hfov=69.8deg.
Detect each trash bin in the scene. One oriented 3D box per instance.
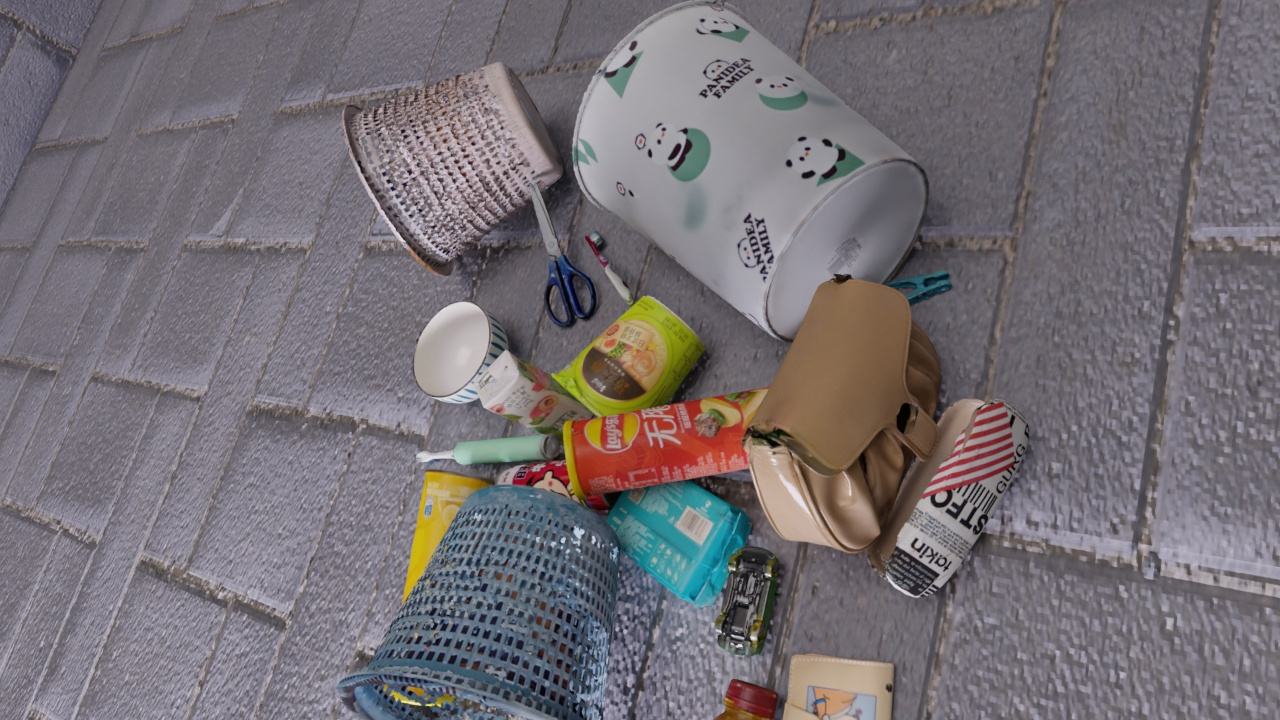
[{"bbox_3d":[-0.109,0.223,0.776,0.227,0.226,0.194,-9,46,31],"label":"trash bin"},{"bbox_3d":[0.102,-0.163,0.824,0.230,0.229,0.252,-48,57,7],"label":"trash bin"},{"bbox_3d":[-0.208,-0.242,1.086,0.192,0.227,0.227,-27,56,7],"label":"trash bin"}]

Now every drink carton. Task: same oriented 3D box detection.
[{"bbox_3d":[-0.107,0.038,0.932,0.053,0.122,0.045,-44,50,13],"label":"drink carton"}]

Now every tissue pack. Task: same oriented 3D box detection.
[{"bbox_3d":[0.030,0.151,0.833,0.133,0.050,0.093,30,89,40],"label":"tissue pack"}]

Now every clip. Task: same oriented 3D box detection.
[{"bbox_3d":[0.245,-0.063,0.806,0.056,0.014,0.039,-16,62,30],"label":"clip"}]

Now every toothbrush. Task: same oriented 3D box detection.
[{"bbox_3d":[-0.032,-0.101,0.975,0.017,0.016,0.187,-35,31,3],"label":"toothbrush"},{"bbox_3d":[-0.173,0.100,0.994,0.225,0.027,0.026,-9,87,39],"label":"toothbrush"}]

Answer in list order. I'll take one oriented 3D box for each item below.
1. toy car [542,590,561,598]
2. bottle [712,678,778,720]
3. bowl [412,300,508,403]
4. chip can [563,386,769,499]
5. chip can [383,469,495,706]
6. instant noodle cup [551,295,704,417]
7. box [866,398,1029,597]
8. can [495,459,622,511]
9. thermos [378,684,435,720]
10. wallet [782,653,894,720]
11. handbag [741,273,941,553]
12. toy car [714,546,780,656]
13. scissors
[{"bbox_3d":[-0.091,0.263,0.880,0.049,0.031,0.106,-38,51,14],"label":"toy car"},{"bbox_3d":[0.066,0.342,0.717,0.058,0.057,0.174,8,75,37],"label":"bottle"},{"bbox_3d":[-0.195,-0.003,1.047,0.117,0.066,0.116,-14,63,29],"label":"bowl"},{"bbox_3d":[0.043,0.069,0.799,0.217,0.073,0.073,-10,62,6],"label":"chip can"},{"bbox_3d":[-0.190,0.215,0.878,0.072,0.072,0.213,0,74,34],"label":"chip can"},{"bbox_3d":[-0.005,0.005,0.893,0.123,0.111,0.112,-49,51,-4],"label":"instant noodle cup"},{"bbox_3d":[0.232,0.102,0.712,0.162,0.076,0.088,-61,23,-2],"label":"box"},{"bbox_3d":[-0.079,0.126,0.917,0.133,0.053,0.053,-10,64,31],"label":"can"},{"bbox_3d":[-0.214,0.263,0.949,0.090,0.068,0.242,-8,60,61],"label":"thermos"},{"bbox_3d":[0.150,0.288,0.708,0.087,0.024,0.115,-2,70,28],"label":"wallet"},{"bbox_3d":[0.164,0.040,0.707,0.100,0.148,0.204,-1,50,47],"label":"handbag"},{"bbox_3d":[0.093,0.203,0.775,0.043,0.036,0.091,3,72,36],"label":"toy car"},{"bbox_3d":[-0.087,-0.125,1.023,0.108,0.012,0.175,4,93,27],"label":"scissors"}]
